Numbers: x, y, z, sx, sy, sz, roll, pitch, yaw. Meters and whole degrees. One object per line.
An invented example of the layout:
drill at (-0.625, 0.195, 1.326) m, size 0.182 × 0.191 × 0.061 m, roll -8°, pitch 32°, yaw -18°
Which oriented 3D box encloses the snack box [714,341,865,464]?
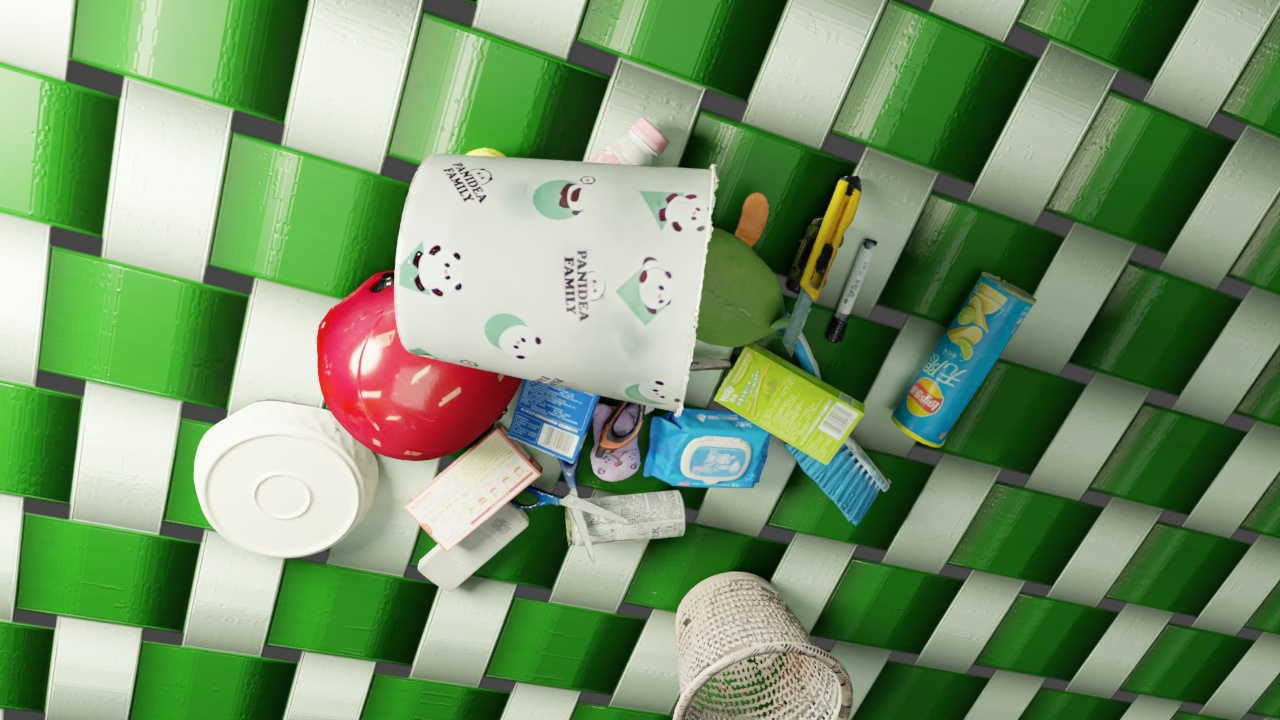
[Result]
snack box at (0.174, 0.050, 1.080) m, size 0.156 × 0.026 × 0.086 m, roll 29°, pitch 119°, yaw 4°

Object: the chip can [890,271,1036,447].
chip can at (0.388, 0.001, 1.108) m, size 0.071 × 0.071 × 0.211 m, roll 19°, pitch 112°, yaw -19°

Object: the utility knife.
utility knife at (0.197, -0.106, 0.989) m, size 0.033 × 0.015 × 0.219 m, roll 27°, pitch 78°, yaw -21°

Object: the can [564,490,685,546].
can at (-0.019, 0.197, 1.144) m, size 0.146 × 0.058 × 0.058 m, roll -4°, pitch 118°, yaw -8°

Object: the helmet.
helmet at (-0.222, 0.009, 0.967) m, size 0.240 × 0.143 × 0.207 m, roll -32°, pitch 116°, yaw 6°

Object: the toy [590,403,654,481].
toy at (-0.027, 0.097, 1.101) m, size 0.083 × 0.039 × 0.108 m, roll -2°, pitch 112°, yaw -12°

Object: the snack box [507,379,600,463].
snack box at (-0.087, 0.030, 1.028) m, size 0.084 × 0.026 × 0.157 m, roll 22°, pitch 111°, yaw 4°

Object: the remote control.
remote control at (-0.208, 0.227, 1.146) m, size 0.150 × 0.021 × 0.058 m, roll -41°, pitch 113°, yaw 12°

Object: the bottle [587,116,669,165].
bottle at (-0.049, -0.164, 0.950) m, size 0.068 × 0.068 × 0.197 m, roll 39°, pitch 101°, yaw -25°

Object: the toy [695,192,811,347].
toy at (0.061, -0.087, 0.995) m, size 0.246 × 0.090 × 0.227 m, roll 28°, pitch 111°, yaw -25°

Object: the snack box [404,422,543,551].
snack box at (-0.199, 0.152, 1.095) m, size 0.156 × 0.027 × 0.077 m, roll -40°, pitch 99°, yaw 11°

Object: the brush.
brush at (0.216, 0.072, 1.129) m, size 0.109 × 0.060 × 0.314 m, roll -40°, pitch 114°, yaw 5°

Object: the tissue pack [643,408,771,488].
tissue pack at (0.083, 0.110, 1.118) m, size 0.157 × 0.052 × 0.095 m, roll 5°, pitch 118°, yaw -13°

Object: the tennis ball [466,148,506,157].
tennis ball at (-0.155, -0.179, 0.922) m, size 0.065 × 0.065 × 0.065 m, roll -4°, pitch 117°, yaw -8°

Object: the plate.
plate at (-0.409, 0.145, 1.056) m, size 0.204 × 0.045 × 0.205 m, roll -4°, pitch 118°, yaw -8°

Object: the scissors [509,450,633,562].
scissors at (-0.090, 0.159, 1.099) m, size 0.176 × 0.012 × 0.162 m, roll 3°, pitch 95°, yaw 17°

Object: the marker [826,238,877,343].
marker at (0.248, -0.080, 1.072) m, size 0.022 × 0.018 × 0.131 m, roll 14°, pitch 115°, yaw -8°

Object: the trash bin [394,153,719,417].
trash bin at (-0.072, -0.080, 0.830) m, size 0.252 × 0.229 × 0.230 m, roll 9°, pitch 116°, yaw 0°

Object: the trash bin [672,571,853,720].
trash bin at (0.136, 0.391, 1.195) m, size 0.227 × 0.192 × 0.228 m, roll -4°, pitch 117°, yaw -8°

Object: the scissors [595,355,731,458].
scissors at (-0.007, 0.010, 1.058) m, size 0.189 × 0.015 × 0.226 m, roll 33°, pitch 92°, yaw -9°

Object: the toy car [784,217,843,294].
toy car at (0.194, -0.118, 1.033) m, size 0.042 × 0.035 × 0.090 m, roll 16°, pitch 107°, yaw -19°
